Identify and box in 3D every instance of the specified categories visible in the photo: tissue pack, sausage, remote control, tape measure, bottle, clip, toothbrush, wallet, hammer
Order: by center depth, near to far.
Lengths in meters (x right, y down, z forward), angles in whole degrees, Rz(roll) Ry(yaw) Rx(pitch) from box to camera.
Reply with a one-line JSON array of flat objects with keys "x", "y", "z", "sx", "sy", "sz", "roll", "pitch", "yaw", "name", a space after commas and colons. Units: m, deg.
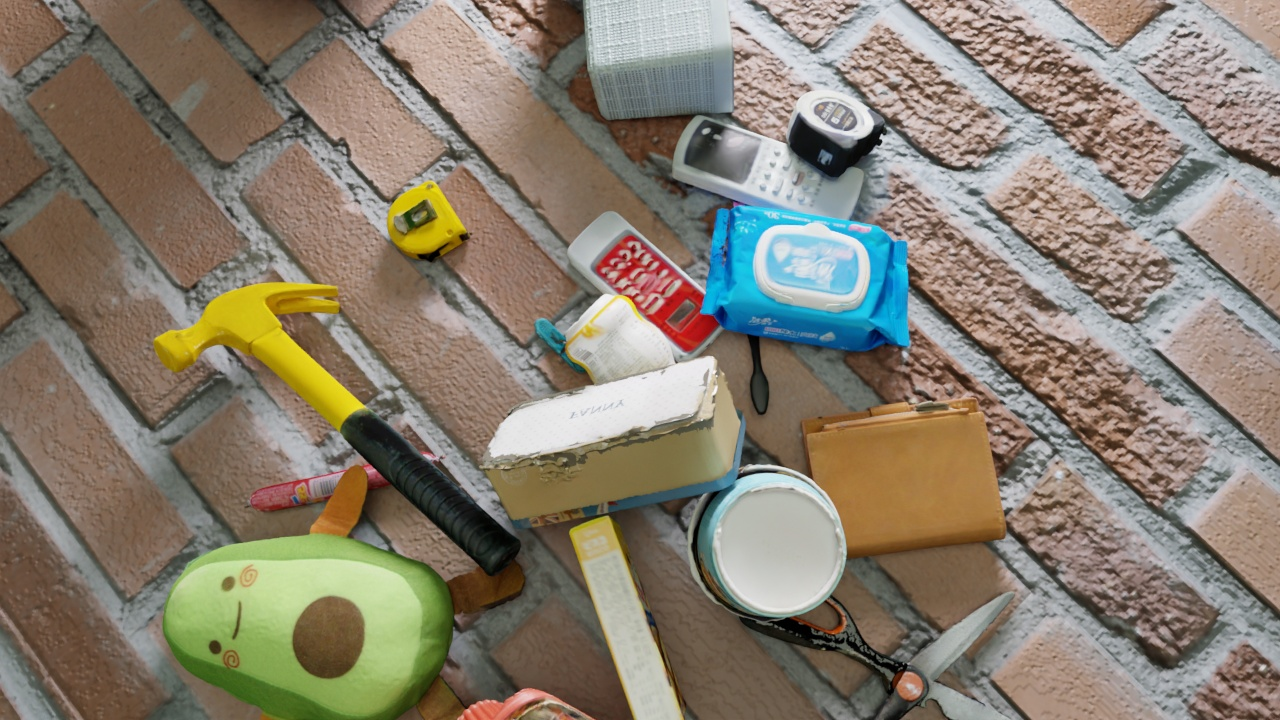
[{"x": -0.204, "y": 0.045, "z": 0.663, "sx": 0.301, "sy": 0.033, "sz": 0.128, "roll": 39, "pitch": 53, "yaw": 14, "name": "hammer"}, {"x": 0.189, "y": 0.084, "z": 0.666, "sx": 0.132, "sy": 0.031, "sz": 0.107, "roll": -8, "pitch": 79, "yaw": 1, "name": "wallet"}, {"x": -0.004, "y": 0.004, "z": 0.681, "sx": 0.063, "sy": 0.063, "sz": 0.108, "roll": -44, "pitch": 92, "yaw": -8, "name": "bottle"}, {"x": 0.128, "y": -0.062, "z": 0.687, "sx": 0.157, "sy": 0.052, "sz": 0.094, "roll": 9, "pitch": 71, "yaw": -1, "name": "tissue pack"}, {"x": -0.223, "y": 0.092, "z": 0.693, "sx": 0.156, "sy": 0.020, "sz": 0.020, "roll": -13, "pitch": 76, "yaw": 0, "name": "sausage"}, {"x": -0.061, "y": -0.011, "z": 0.709, "sx": 0.054, "sy": 0.034, "sz": 0.013, "roll": 43, "pitch": 84, "yaw": 1, "name": "clip"}, {"x": 0.085, "y": -0.048, "z": 0.717, "sx": 0.014, "sy": 0.018, "sz": 0.189, "roll": -4, "pitch": 72, "yaw": 1, "name": "toothbrush"}, {"x": 0.005, "y": -0.058, "z": 0.718, "sx": 0.136, "sy": 0.020, "sz": 0.056, "roll": 43, "pitch": 83, "yaw": 12, "name": "remote control"}, {"x": 0.150, "y": -0.182, "z": 0.723, "sx": 0.066, "sy": 0.034, "sz": 0.065, "roll": 41, "pitch": 54, "yaw": 20, "name": "tape measure"}, {"x": 0.100, "y": -0.149, "z": 0.731, "sx": 0.150, "sy": 0.021, "sz": 0.058, "roll": 21, "pitch": 70, "yaw": 7, "name": "remote control"}, {"x": -0.174, "y": -0.111, "z": 0.736, "sx": 0.057, "sy": 0.029, "sz": 0.060, "roll": -32, "pitch": 76, "yaw": -4, "name": "tape measure"}]

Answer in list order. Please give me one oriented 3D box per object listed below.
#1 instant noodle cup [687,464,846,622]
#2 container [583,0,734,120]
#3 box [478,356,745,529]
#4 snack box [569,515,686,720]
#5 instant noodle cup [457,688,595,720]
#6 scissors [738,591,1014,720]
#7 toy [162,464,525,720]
[{"x": 0.083, "y": 0.119, "z": 0.592, "sx": 0.111, "sy": 0.120, "sz": 0.111, "roll": -1, "pitch": 81, "yaw": 4, "name": "instant noodle cup"}, {"x": 0.015, "y": -0.248, "z": 0.731, "sx": 0.111, "sy": 0.090, "sz": 0.090, "roll": -6, "pitch": 75, "yaw": 4, "name": "container"}, {"x": -0.013, "y": 0.055, "z": 0.626, "sx": 0.185, "sy": 0.089, "sz": 0.061, "roll": -12, "pitch": 117, "yaw": 21, "name": "box"}, {"x": -0.008, "y": 0.178, "z": 0.625, "sx": 0.033, "sy": 0.087, "sz": 0.140, "roll": -23, "pitch": 75, "yaw": -2, "name": "snack box"}, {"x": -0.086, "y": 0.297, "z": 0.576, "sx": 0.188, "sy": 0.164, "sz": 0.079, "roll": -52, "pitch": 35, "yaw": -11, "name": "instant noodle cup"}, {"x": 0.165, "y": 0.230, "z": 0.636, "sx": 0.234, "sy": 0.022, "sz": 0.220, "roll": 32, "pitch": 80, "yaw": 11, "name": "scissors"}, {"x": -0.212, "y": 0.185, "z": 0.634, "sx": 0.247, "sy": 0.090, "sz": 0.226, "roll": 8, "pitch": 67, "yaw": 1, "name": "toy"}]
